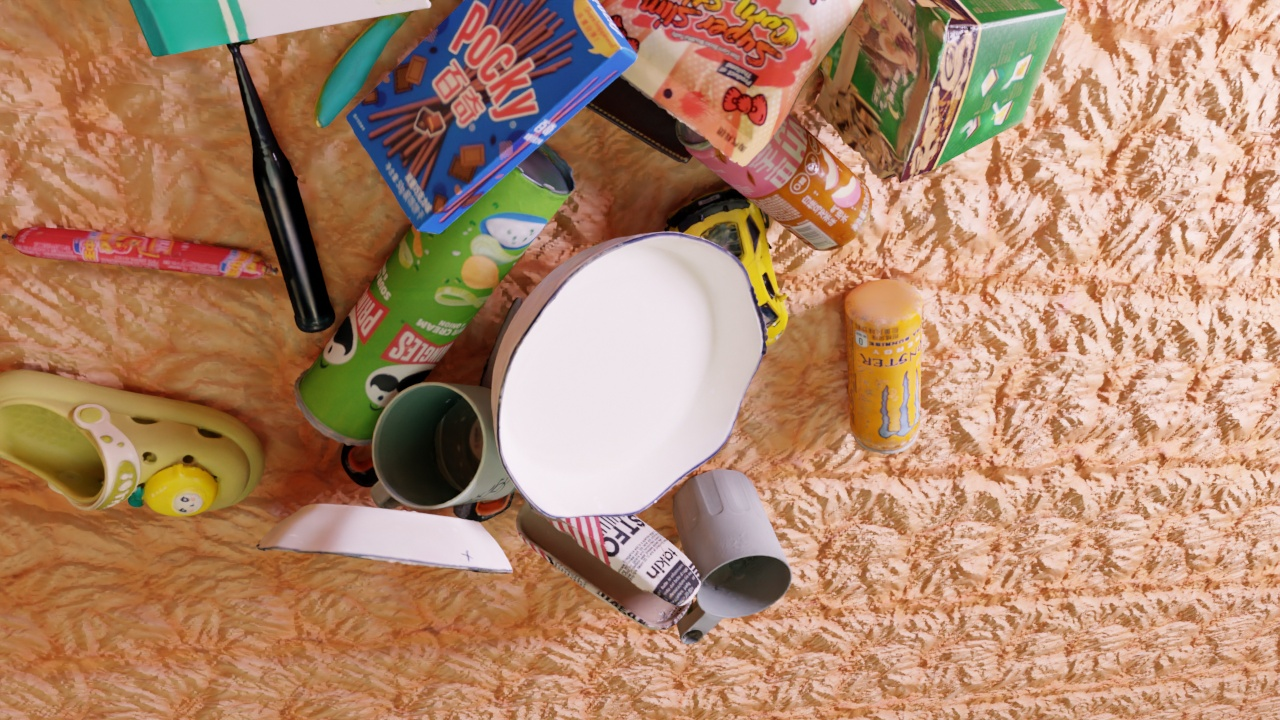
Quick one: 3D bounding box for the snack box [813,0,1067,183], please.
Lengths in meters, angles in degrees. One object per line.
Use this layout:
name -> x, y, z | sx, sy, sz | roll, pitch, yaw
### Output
snack box -> 0.177, -0.188, 0.549 | 0.105, 0.118, 0.118 | -18, 144, -14

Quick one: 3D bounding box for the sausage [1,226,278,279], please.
sausage -> -0.310, -0.067, 0.575 | 0.155, 0.020, 0.020 | 5, 126, -19

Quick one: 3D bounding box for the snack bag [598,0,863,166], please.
snack bag -> 0.069, -0.225, 0.493 | 0.128, 0.073, 0.208 | 36, 104, -3

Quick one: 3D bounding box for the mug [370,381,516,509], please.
mug -> -0.133, 0.067, 0.640 | 0.112, 0.082, 0.106 | -38, 168, 10

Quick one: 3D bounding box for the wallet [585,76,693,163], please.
wallet -> 0.009, -0.184, 0.566 | 0.122, 0.020, 0.097 | 23, 124, -30

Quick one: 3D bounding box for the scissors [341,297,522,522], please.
scissors -> -0.133, 0.050, 0.713 | 0.223, 0.021, 0.221 | -8, 130, -8

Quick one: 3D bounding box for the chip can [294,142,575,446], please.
chip can -> -0.139, -0.047, 0.603 | 0.072, 0.072, 0.236 | 28, 116, -31

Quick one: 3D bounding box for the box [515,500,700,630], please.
box -> -0.029, 0.160, 0.759 | 0.163, 0.074, 0.079 | 30, 120, 12

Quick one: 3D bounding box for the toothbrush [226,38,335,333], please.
toothbrush -> -0.221, -0.109, 0.560 | 0.027, 0.026, 0.213 | 1, 128, 1

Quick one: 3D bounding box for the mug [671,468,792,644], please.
mug -> 0.064, 0.172, 0.809 | 0.083, 0.103, 0.124 | 26, 118, -31

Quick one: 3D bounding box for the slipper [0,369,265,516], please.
slipper -> -0.364, 0.072, 0.634 | 0.190, 0.081, 0.092 | 21, 122, -25

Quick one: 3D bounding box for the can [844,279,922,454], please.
can -> 0.197, 0.007, 0.741 | 0.058, 0.058, 0.146 | -16, 130, -2

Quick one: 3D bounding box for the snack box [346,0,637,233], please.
snack box -> -0.087, -0.151, 0.513 | 0.157, 0.084, 0.026 | -37, 170, 18

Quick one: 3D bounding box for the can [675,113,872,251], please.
can -> 0.090, -0.126, 0.596 | 0.058, 0.058, 0.147 | -44, 133, 20

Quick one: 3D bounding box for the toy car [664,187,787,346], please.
toy car -> 0.068, -0.058, 0.668 | 0.071, 0.041, 0.156 | -20, 131, 2

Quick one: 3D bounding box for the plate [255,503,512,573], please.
plate -> -0.190, 0.129, 0.665 | 0.162, 0.034, 0.266 | 11, 165, -20

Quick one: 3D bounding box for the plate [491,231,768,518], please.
plate -> -0.010, 0.009, 0.608 | 0.204, 0.045, 0.205 | -19, 125, -29

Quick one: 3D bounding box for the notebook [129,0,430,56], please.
notebook -> -0.199, -0.263, 0.433 | 0.150, 0.012, 0.209 | -12, 121, -3

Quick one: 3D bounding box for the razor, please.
razor -> -0.142, -0.182, 0.521 | 0.133, 0.028, 0.043 | -40, 159, 15
